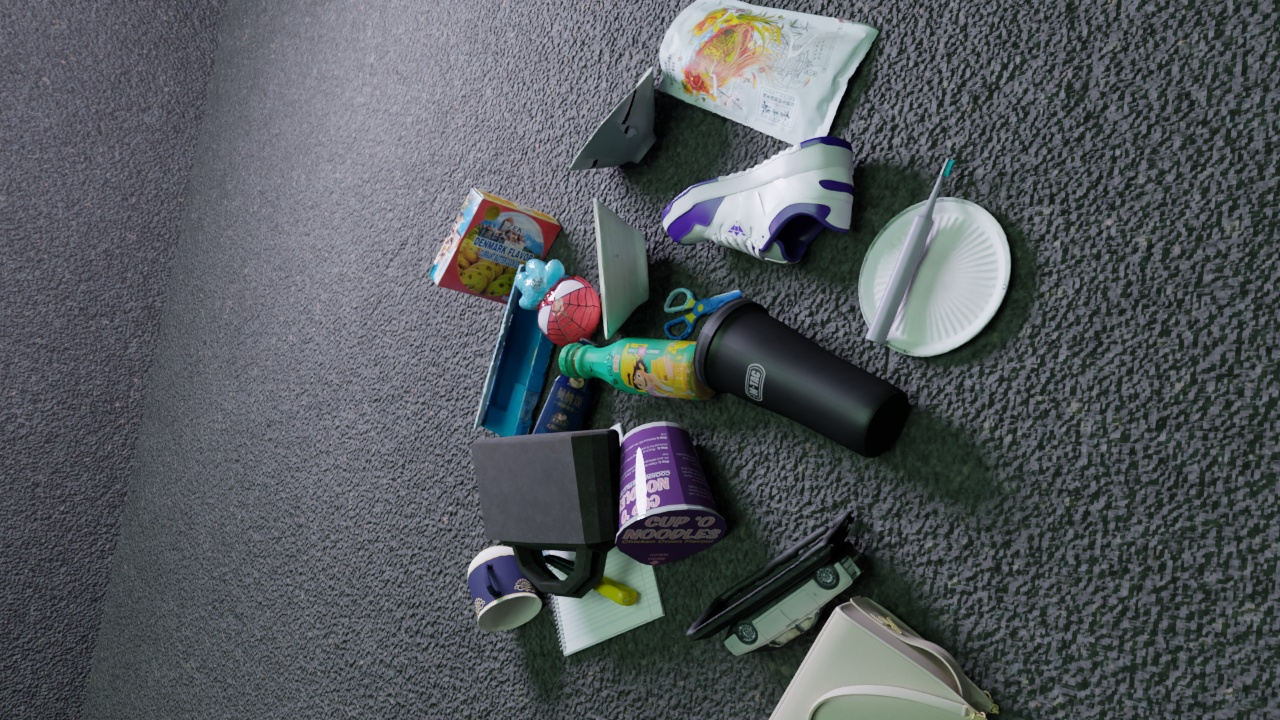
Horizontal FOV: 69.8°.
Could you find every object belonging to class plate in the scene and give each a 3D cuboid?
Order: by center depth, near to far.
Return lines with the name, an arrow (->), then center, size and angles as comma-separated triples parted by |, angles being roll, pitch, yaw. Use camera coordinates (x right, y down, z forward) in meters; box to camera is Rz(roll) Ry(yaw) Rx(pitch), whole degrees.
plate -> 0.282, -0.080, 0.886 | 0.157, 0.014, 0.156 | -14, 70, 43

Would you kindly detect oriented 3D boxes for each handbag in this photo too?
handbag -> 0.221, 0.339, 0.796 | 0.198, 0.101, 0.195 | 34, 104, 32
handbag -> -0.095, 0.186, 1.104 | 0.198, 0.102, 0.199 | -7, 87, 42

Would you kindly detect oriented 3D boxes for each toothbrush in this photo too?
toothbrush -> 0.262, -0.105, 0.887 | 0.019, 0.018, 0.188 | 27, 100, 44

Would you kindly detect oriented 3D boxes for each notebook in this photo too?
notebook -> -0.061, 0.227, 1.159 | 0.178, 0.013, 0.245 | -33, 58, 33

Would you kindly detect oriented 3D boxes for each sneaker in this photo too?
sneaker -> 0.132, -0.151, 1.013 | 0.245, 0.091, 0.111 | -16, 77, 42

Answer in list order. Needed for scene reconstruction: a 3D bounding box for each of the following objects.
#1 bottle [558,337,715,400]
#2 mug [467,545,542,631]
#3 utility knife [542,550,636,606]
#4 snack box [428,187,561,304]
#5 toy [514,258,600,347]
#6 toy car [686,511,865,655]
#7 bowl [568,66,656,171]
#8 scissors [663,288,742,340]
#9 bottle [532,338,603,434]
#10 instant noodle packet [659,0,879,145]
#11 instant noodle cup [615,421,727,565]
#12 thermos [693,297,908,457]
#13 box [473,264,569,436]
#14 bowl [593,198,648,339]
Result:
bottle -> -0.007, 0.006, 1.097 | 0.210, 0.068, 0.068 | 4, 83, 37
mug -> -0.187, 0.289, 1.203 | 0.085, 0.112, 0.089 | -25, 53, -1
utility knife -> -0.075, 0.263, 1.134 | 0.188, 0.028, 0.020 | 14, 89, 46
snack box -> -0.207, -0.158, 1.310 | 0.040, 0.142, 0.145 | 48, 114, 41
toy -> -0.110, -0.079, 1.224 | 0.133, 0.062, 0.092 | 43, 97, 1
toy car -> 0.145, 0.235, 0.909 | 0.192, 0.094, 0.071 | -43, 82, 28
bowl -> -0.016, -0.295, 1.199 | 0.174, 0.068, 0.174 | -48, 10, 11
scissors -> 0.074, -0.057, 1.094 | 0.131, 0.022, 0.070 | -5, 75, 41
bottle -> -0.091, 0.050, 1.200 | 0.056, 0.056, 0.160 | 23, 89, 46
instant noodle packet -> 0.135, -0.350, 1.080 | 0.269, 0.057, 0.147 | 33, 104, 40
instant noodle cup -> 0.023, 0.145, 1.034 | 0.137, 0.121, 0.121 | 113, 155, -50
thermos -> 0.159, 0.019, 0.931 | 0.219, 0.105, 0.106 | 30, 102, 40
box -> -0.182, -0.015, 1.290 | 0.092, 0.085, 0.243 | 17, 92, 48
bowl -> -0.022, -0.116, 1.142 | 0.177, 0.058, 0.176 | 172, 93, -87
